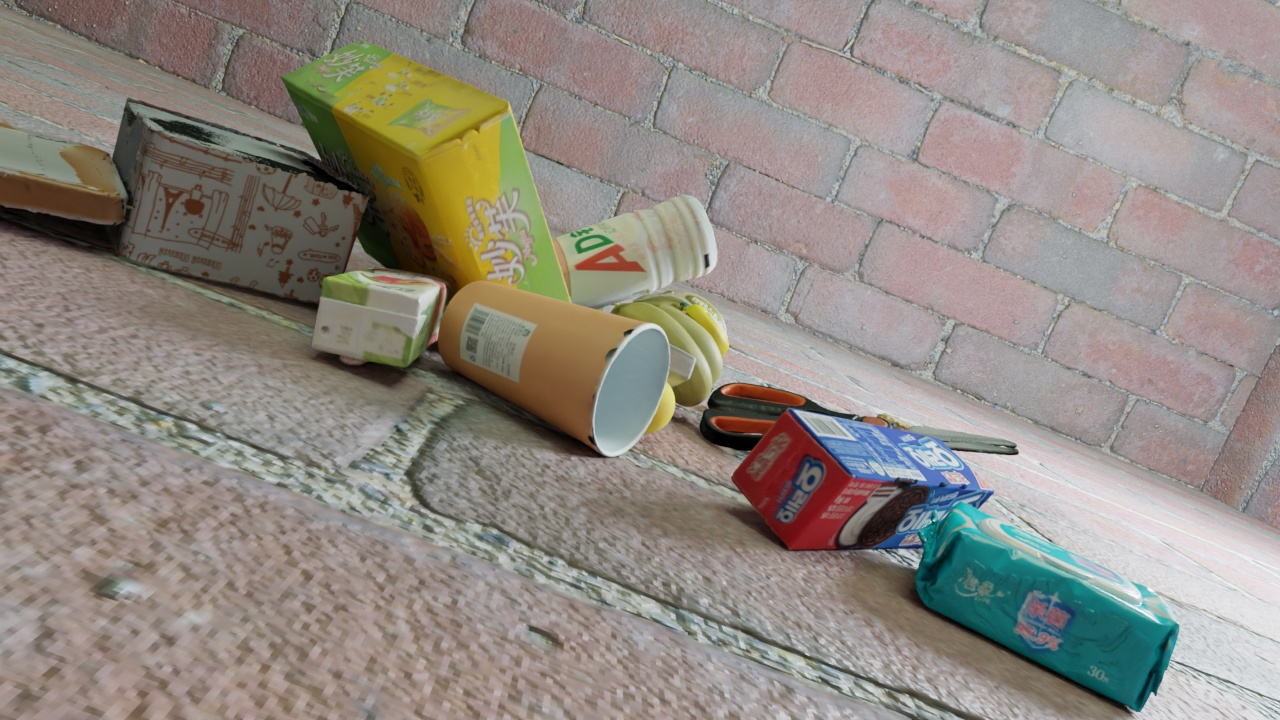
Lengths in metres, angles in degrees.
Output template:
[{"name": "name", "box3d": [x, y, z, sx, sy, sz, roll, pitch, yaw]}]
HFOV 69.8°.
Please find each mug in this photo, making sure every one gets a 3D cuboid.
[{"name": "mug", "box3d": [-0.054, -0.002, 0.535, 0.123, 0.078, 0.078, 21, 7, 26]}]

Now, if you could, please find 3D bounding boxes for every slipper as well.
[{"name": "slipper", "box3d": [0.026, -0.024, 0.757, 0.091, 0.081, 0.190, 54, -7, -13]}]

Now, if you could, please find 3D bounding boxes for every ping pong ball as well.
[{"name": "ping pong ball", "box3d": [0.002, 0.027, 0.591, 0.040, 0.040, 0.040, 22, 8, -4]}]

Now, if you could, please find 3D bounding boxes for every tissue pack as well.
[{"name": "tissue pack", "box3d": [0.211, 0.123, 0.492, 0.133, 0.050, 0.093, 24, 9, 17]}]

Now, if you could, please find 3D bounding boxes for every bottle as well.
[{"name": "bottle", "box3d": [-0.040, -0.072, 0.728, 0.197, 0.068, 0.068, -19, 18, -9]}]

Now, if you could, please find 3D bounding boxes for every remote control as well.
[{"name": "remote control", "box3d": [-0.004, 0.004, 0.648, 0.056, 0.019, 0.135, 22, -12, -8]}]

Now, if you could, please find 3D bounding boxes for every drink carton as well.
[{"name": "drink carton", "box3d": [-0.145, -0.026, 0.526, 0.053, 0.045, 0.122, 12, 8, -7]}]

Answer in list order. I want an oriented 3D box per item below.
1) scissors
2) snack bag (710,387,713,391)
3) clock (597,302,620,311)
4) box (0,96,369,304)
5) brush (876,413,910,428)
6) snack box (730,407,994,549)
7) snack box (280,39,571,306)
[{"name": "scissors", "box3d": [0.153, 0.058, 0.661, 0.235, 0.022, 0.148, 16, 26, 30]}, {"name": "snack bag", "box3d": [0.052, 0.009, 0.887, 0.045, 0.026, 0.105, 32, 9, 1]}, {"name": "clock", "box3d": [-0.092, -0.069, 0.907, 0.116, 0.056, 0.161, 24, 9, 20]}, {"name": "box", "box3d": [-0.321, -0.114, 0.562, 0.259, 0.082, 0.177, 11, 13, -36]}, {"name": "brush", "box3d": [0.233, 0.087, 0.849, 0.083, 0.046, 0.254, 29, 14, 17]}, {"name": "snack box", "box3d": [0.143, 0.075, 0.556, 0.207, 0.058, 0.057, 12, 30, -49]}, {"name": "snack box", "box3d": [-0.149, -0.118, 0.636, 0.210, 0.069, 0.158, 33, -30, 41]}]
